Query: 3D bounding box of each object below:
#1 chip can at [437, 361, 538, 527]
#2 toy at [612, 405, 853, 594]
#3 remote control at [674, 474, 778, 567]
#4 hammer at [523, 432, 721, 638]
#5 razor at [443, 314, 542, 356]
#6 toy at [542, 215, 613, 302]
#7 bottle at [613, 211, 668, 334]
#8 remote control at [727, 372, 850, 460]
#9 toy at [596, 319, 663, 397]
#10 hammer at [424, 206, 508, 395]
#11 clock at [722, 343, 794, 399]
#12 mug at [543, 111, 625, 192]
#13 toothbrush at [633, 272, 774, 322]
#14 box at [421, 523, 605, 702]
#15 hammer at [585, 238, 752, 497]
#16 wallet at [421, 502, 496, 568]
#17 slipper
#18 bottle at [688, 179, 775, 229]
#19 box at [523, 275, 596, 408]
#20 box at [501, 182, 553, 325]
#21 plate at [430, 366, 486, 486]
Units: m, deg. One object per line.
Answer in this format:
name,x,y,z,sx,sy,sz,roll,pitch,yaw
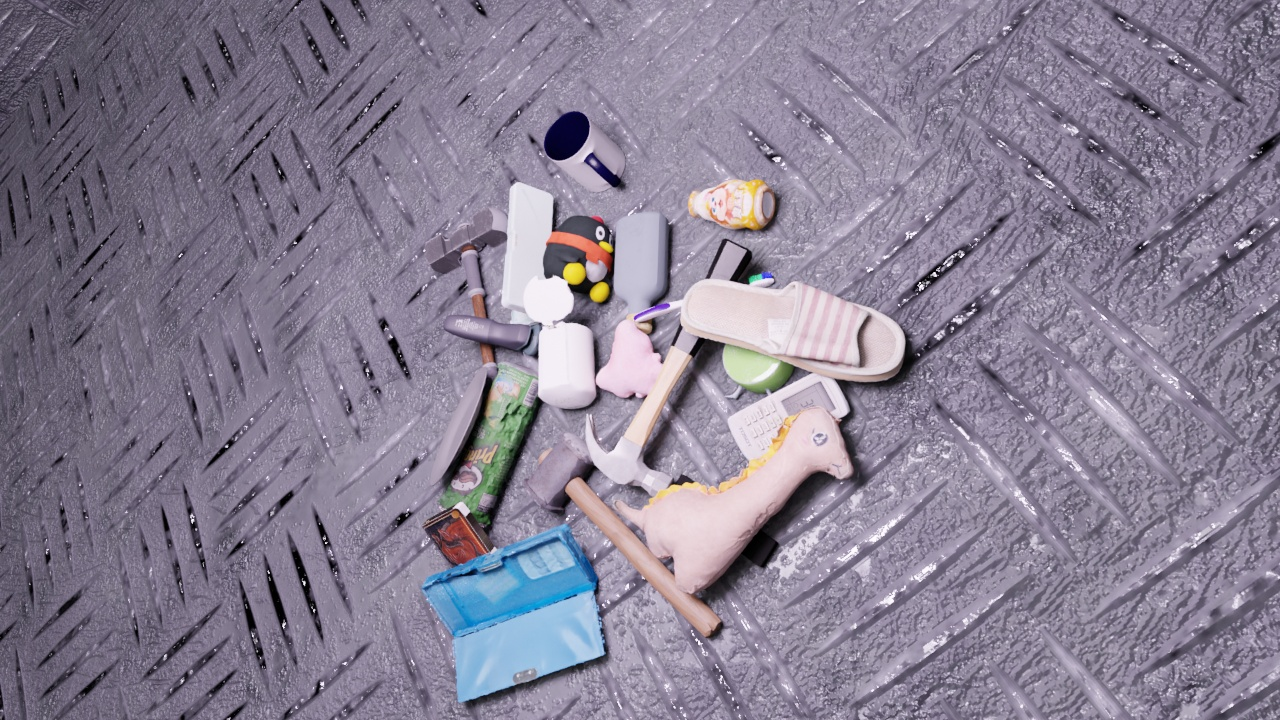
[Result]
chip can,-0.200,0.111,1.256,0.075,0.075,0.223,17,82,35
toy,0.105,0.138,1.045,0.196,0.065,0.264,42,97,27
remote control,0.095,0.188,1.084,0.150,0.013,0.034,33,92,35
hammer,-0.022,0.218,1.129,0.328,0.052,0.098,42,96,32
razor,-0.210,-0.040,1.303,0.143,0.052,0.047,12,72,1
toy,-0.081,-0.152,1.268,0.100,0.097,0.119,14,78,38
bottle,0.000,-0.115,1.231,0.072,0.046,0.161,-7,73,29
remote control,0.171,0.064,1.066,0.139,0.025,0.060,-30,84,19
toy,-0.007,0.007,1.186,0.093,0.050,0.102,27,112,20
hammer,-0.238,-0.066,1.367,0.156,0.043,0.321,-25,64,22
clock,0.145,-0.010,1.109,0.094,0.042,0.119,7,76,32
mug,-0.070,-0.288,1.307,0.079,0.097,0.112,-46,56,9
toothbrush,0.079,-0.079,1.170,0.187,0.015,0.016,-15,62,13
box,-0.158,0.319,1.168,0.232,0.066,0.173,-24,80,22
hammer,0.044,0.003,1.134,0.131,0.039,0.328,28,89,10
wallet,-0.228,0.251,1.209,0.072,0.019,0.123,-29,99,21
slipper,0.171,-0.043,1.050,0.263,0.052,0.114,15,56,18
bottle,0.116,-0.201,1.183,0.109,0.063,0.063,6,76,33
box,-0.106,-0.025,1.223,0.085,0.118,0.159,-14,63,24
box,-0.172,-0.148,1.346,0.096,0.085,0.198,-27,55,52
plate,-0.248,0.092,1.271,0.179,0.012,0.178,-56,18,29
